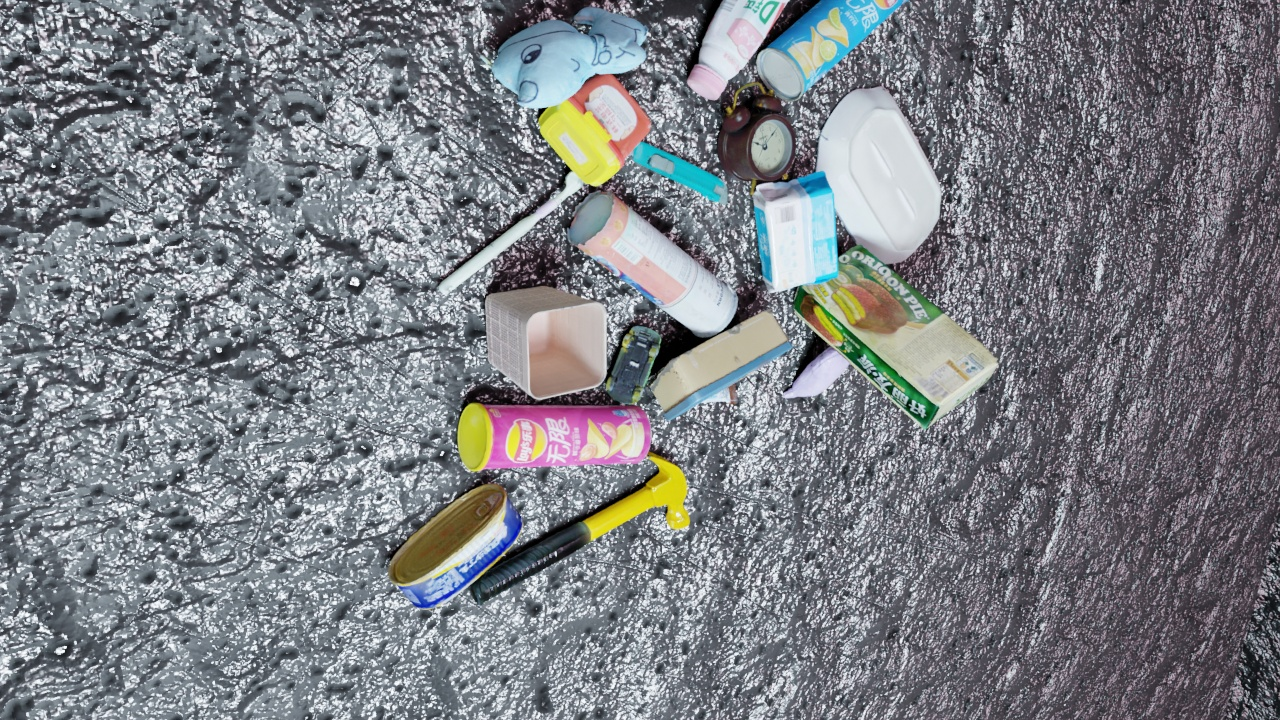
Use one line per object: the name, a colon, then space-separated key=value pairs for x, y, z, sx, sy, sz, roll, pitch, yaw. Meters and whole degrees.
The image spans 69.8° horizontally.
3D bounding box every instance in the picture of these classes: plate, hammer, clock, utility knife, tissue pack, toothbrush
plate: x=0.328 y=-0.238 z=1.220 sx=0.162 sy=0.034 sz=0.265 roll=-51 pitch=127 yaw=-10
hammer: x=-0.067 y=0.205 z=1.097 sx=0.300 sy=0.033 sz=0.129 roll=-25 pitch=119 yaw=-26
clock: x=0.133 y=-0.259 z=1.061 sx=0.081 sy=0.055 sz=0.122 roll=-28 pitch=119 yaw=-25
utility knife: x=0.025 y=-0.219 z=1.025 sx=0.215 sy=0.013 sz=0.029 roll=16 pitch=96 yaw=-37
tissue pack: x=0.190 y=-0.155 z=1.123 sx=0.090 sy=0.063 sz=0.140 roll=-13 pitch=113 yaw=-8
toothbrush: x=-0.132 y=-0.131 z=0.942 sx=0.189 sy=0.020 sz=0.029 roll=-42 pitch=158 yaw=-14

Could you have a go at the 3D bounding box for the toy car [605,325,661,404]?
toy car: x=-0.006 y=0.006 z=1.062 sx=0.036 sy=0.043 sz=0.091 roll=45 pitch=67 yaw=-79

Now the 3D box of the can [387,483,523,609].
can: x=-0.195 y=0.198 z=0.979 sx=0.148 sy=0.075 sz=0.049 roll=-40 pitch=127 yaw=-18

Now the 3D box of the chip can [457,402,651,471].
chip can: x=-0.091 y=0.083 z=1.013 sx=0.210 sy=0.071 sz=0.071 roll=3 pitch=104 yaw=-36

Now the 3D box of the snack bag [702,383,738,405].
snack bag: x=0.077 y=0.038 z=1.144 sx=0.104 sy=0.026 sz=0.048 roll=-7 pitch=87 yaw=-35

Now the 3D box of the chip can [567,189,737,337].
chip can: x=0.017 y=-0.104 z=1.023 sx=0.214 sy=0.071 sz=0.071 roll=34 pitch=85 yaw=-38

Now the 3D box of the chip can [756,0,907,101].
chip can: x=0.231 y=-0.393 z=1.073 sx=0.210 sy=0.071 sz=0.071 roll=-44 pitch=126 yaw=-15

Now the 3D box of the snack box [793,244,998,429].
snack box: x=0.316 y=-0.035 z=1.158 sx=0.114 sy=0.240 sz=0.063 roll=-33 pitch=152 yaw=-23

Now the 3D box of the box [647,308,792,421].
box: x=0.090 y=0.007 z=1.091 sx=0.183 sy=0.090 sz=0.061 roll=-30 pitch=84 yaw=-28

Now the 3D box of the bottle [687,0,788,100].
bottle: x=0.117 y=-0.379 z=1.003 sx=0.068 sy=0.068 sz=0.197 roll=29 pitch=91 yaw=-38

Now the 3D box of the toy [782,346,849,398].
toy: x=0.247 y=0.014 z=1.226 sx=0.083 sy=0.039 sz=0.108 roll=-16 pitch=153 yaw=-34

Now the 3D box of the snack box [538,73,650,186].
snack box: x=-0.043 y=-0.236 z=0.923 sx=0.091 sy=0.082 sz=0.080 roll=48 pitch=66 yaw=-13

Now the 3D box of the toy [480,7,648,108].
toy: x=-0.072 y=-0.294 z=0.880 sx=0.156 sy=0.161 sz=0.050 roll=1 pitch=141 yaw=2

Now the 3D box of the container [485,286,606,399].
container: x=-0.101 y=-0.024 z=0.942 sx=0.090 sy=0.111 sz=0.090 roll=-12 pitch=112 yaw=-32
